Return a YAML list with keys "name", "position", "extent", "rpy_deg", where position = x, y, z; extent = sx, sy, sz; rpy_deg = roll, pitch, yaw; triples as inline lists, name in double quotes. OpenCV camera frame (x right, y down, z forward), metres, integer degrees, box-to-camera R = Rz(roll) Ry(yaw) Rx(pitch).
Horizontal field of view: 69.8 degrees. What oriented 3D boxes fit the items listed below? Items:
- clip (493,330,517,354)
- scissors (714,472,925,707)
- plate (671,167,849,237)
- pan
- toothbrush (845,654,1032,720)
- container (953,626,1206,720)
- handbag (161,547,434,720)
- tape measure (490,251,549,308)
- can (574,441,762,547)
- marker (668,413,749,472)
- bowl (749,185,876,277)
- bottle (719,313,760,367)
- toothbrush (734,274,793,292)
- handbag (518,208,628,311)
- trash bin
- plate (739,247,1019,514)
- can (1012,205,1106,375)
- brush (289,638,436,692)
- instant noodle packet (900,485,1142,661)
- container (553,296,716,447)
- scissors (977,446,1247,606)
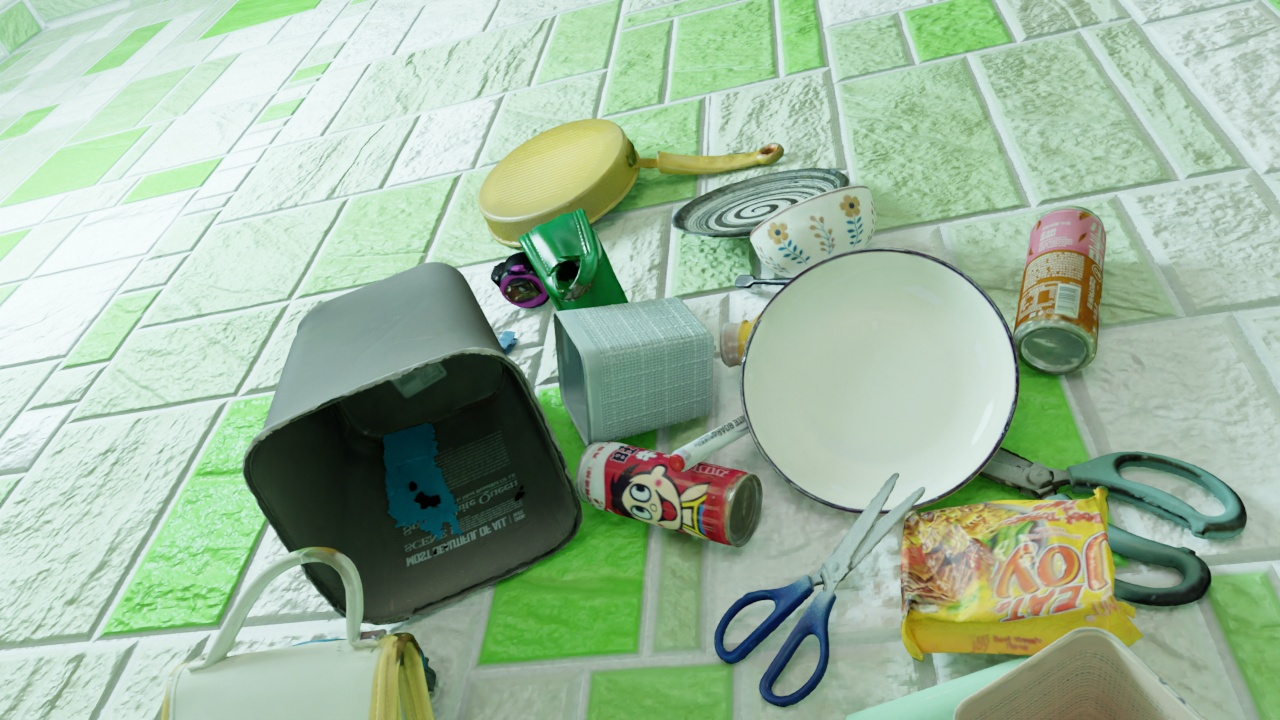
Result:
- name: "clip"
  position: [-0.150, -0.019, 0.910]
  extent: [0.057, 0.032, 0.025]
  rpy_deg: [8, 49, 20]
- name: "scissors"
  position: [0.112, 0.137, 0.593]
  extent: [0.133, 0.012, 0.172]
  rpy_deg: [-1, 55, 33]
- name: "plate"
  position: [0.121, -0.152, 0.916]
  extent: [0.179, 0.024, 0.179]
  rpy_deg: [-15, 24, 7]
- name: "pan"
  position: [-0.017, -0.216, 1.055]
  extent: [0.358, 0.078, 0.197]
  rpy_deg: [-14, 42, 18]
- name: "toothbrush"
  position: [0.150, 0.204, 0.517]
  extent: [0.224, 0.027, 0.026]
  rpy_deg: [-19, 26, 1]
- name: "container"
  position: [0.208, 0.204, 0.426]
  extent: [0.090, 0.111, 0.090]
  rpy_deg: [-28, 40, -9]
- name: "handbag"
  position: [-0.214, 0.207, 0.558]
  extent: [0.163, 0.178, 0.063]
  rpy_deg: [-11, -2, 12]
- name: "tape measure"
  position: [-0.116, -0.080, 0.931]
  extent: [0.058, 0.057, 0.039]
  rpy_deg: [-18, 42, 26]
- name: "can"
  position: [0.019, 0.096, 0.676]
  extent: [0.133, 0.053, 0.053]
  rpy_deg: [10, 48, 32]
- name: "marker"
  position: [0.070, 0.052, 0.685]
  extent: [0.017, 0.017, 0.144]
  rpy_deg: [17, 26, 37]
- name: "bowl"
  position: [0.162, -0.104, 0.821]
  extent: [0.113, 0.113, 0.062]
  rpy_deg: [-21, 82, 0]
- name: "bottle"
  position: [0.159, -0.018, 0.734]
  extent: [0.190, 0.068, 0.067]
  rpy_deg: [-3, 42, 21]
- name: "toothbrush"
  position: [0.142, -0.066, 0.789]
  extent: [0.181, 0.018, 0.015]
  rpy_deg: [7, 68, 59]
- name: "handbag"
  position: [-0.052, -0.062, 0.827]
  extent: [0.068, 0.131, 0.120]
  rpy_deg: [-25, 42, 1]
- name: "trash bin"
  position: [-0.177, 0.048, 0.721]
  extent: [0.199, 0.199, 0.219]
  rpy_deg: [-22, 32, -5]
- name: "plate"
  position: [0.169, 0.015, 0.662]
  extent: [0.193, 0.039, 0.192]
  rpy_deg: [-5, 76, 20]
- name: "can"
  position: [0.327, -0.057, 0.714]
  extent: [0.058, 0.058, 0.146]
  rpy_deg: [4, 45, 27]
- name: "brush"
  position: [-0.215, 0.218, 0.621]
  extent: [0.144, 0.073, 0.055]
  rpy_deg: [-14, 43, 7]
- name: "instant noodle packet"
  position: [0.219, 0.125, 0.545]
  extent: [0.129, 0.044, 0.110]
  rpy_deg: [-12, 33, 27]
- name: "container"
  position: [-0.004, 0.004, 0.748]
  extent: [0.111, 0.090, 0.090]
  rpy_deg: [-12, 33, -16]
- name: "scissors"
  position: [0.279, 0.098, 0.589]
  extent: [0.180, 0.019, 0.142]
  rpy_deg: [14, 51, 33]
